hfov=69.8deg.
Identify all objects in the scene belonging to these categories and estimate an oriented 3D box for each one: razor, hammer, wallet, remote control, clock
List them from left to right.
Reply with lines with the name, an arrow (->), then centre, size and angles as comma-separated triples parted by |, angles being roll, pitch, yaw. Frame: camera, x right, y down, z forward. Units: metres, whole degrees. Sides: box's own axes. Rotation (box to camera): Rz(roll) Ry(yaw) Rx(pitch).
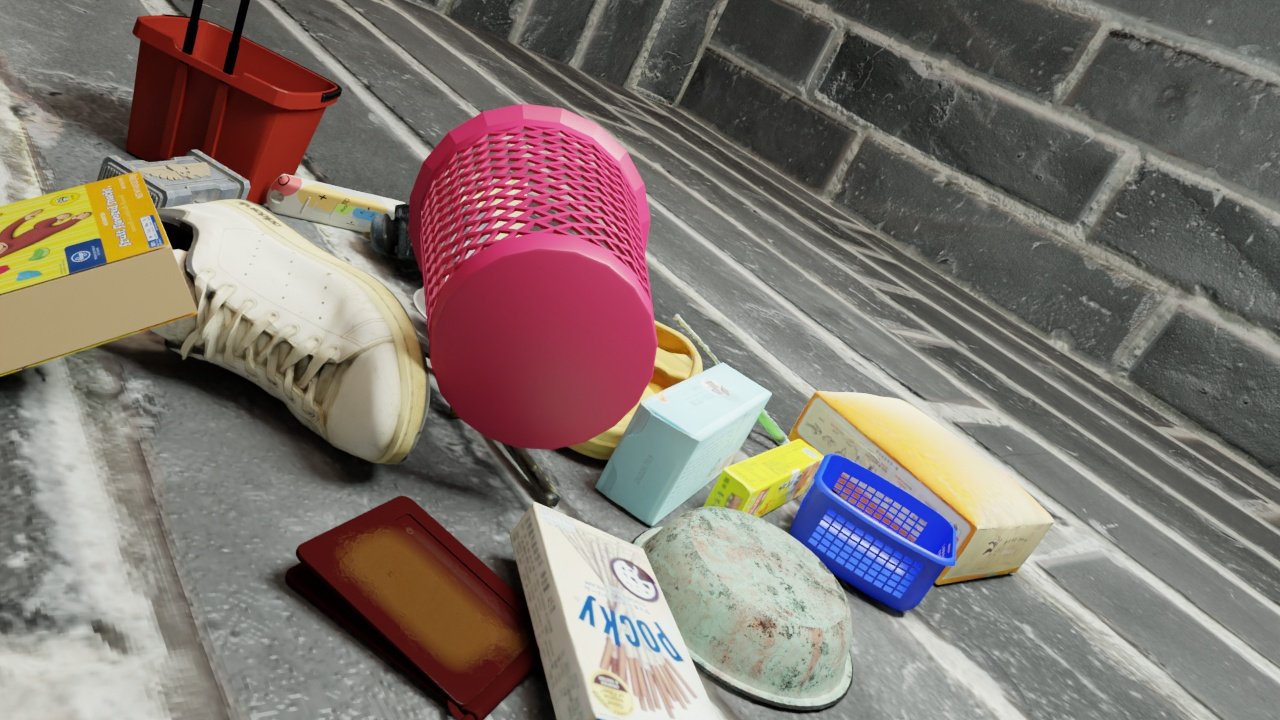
hammer -> -0.230, -0.054, 0.670 | 0.322, 0.044, 0.098 | 31, 20, 3
remote control -> -0.269, -0.137, 0.822 | 0.125, 0.038, 0.018 | 8, 49, -42
clock -> -0.185, -0.113, 0.817 | 0.130, 0.052, 0.090 | 5, 5, 25
wallet -> -0.100, 0.116, 0.442 | 0.115, 0.018, 0.091 | 34, 20, 13
razor -> -0.083, 0.057, 0.605 | 0.042, 0.026, 0.106 | 7, 32, -49

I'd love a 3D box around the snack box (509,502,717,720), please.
snack box -> -0.015, 0.138, 0.463 | 0.082, 0.026, 0.150 | 29, 16, -30

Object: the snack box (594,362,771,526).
snack box -> 0.037, 0.056, 0.680 | 0.053, 0.075, 0.174 | 34, 21, 15

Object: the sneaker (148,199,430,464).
sneaker -> -0.223, -0.026, 0.529 | 0.241, 0.089, 0.102 | 36, 20, 26

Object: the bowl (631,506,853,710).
bowl -> 0.070, 0.140, 0.565 | 0.157, 0.039, 0.157 | 24, 20, -9

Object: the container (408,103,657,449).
container -> -0.069, -0.053, 0.609 | 0.183, 0.183, 0.225 | 21, 22, -18

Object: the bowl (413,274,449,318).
bowl -> -0.133, -0.052, 0.782 | 0.110, 0.041, 0.109 | 24, 20, -9

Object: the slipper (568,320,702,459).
slipper -> -0.004, 0.004, 0.754 | 0.099, 0.078, 0.262 | 28, 20, 9

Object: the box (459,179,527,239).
box -> -0.159, -0.152, 0.954 | 0.089, 0.078, 0.187 | 26, 18, -2

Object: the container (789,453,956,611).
container -> 0.172, 0.131, 0.691 | 0.114, 0.058, 0.096 | 31, 20, 11

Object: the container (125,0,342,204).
container -> -0.336, -0.247, 0.769 | 0.148, 0.201, 0.126 | 26, 20, -4

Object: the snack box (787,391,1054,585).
snack box -> 0.254, 0.103, 0.831 | 0.145, 0.081, 0.195 | 7, 28, -43

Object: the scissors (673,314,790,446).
scissors -> 0.087, 0.027, 0.819 | 0.168, 0.023, 0.171 | 40, 12, -39

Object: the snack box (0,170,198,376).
snack box -> -0.298, -0.041, 0.450 | 0.125, 0.040, 0.088 | -22, 44, -23

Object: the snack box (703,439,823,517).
snack box -> 0.099, 0.095, 0.715 | 0.029, 0.040, 0.147 | 36, 22, 24
